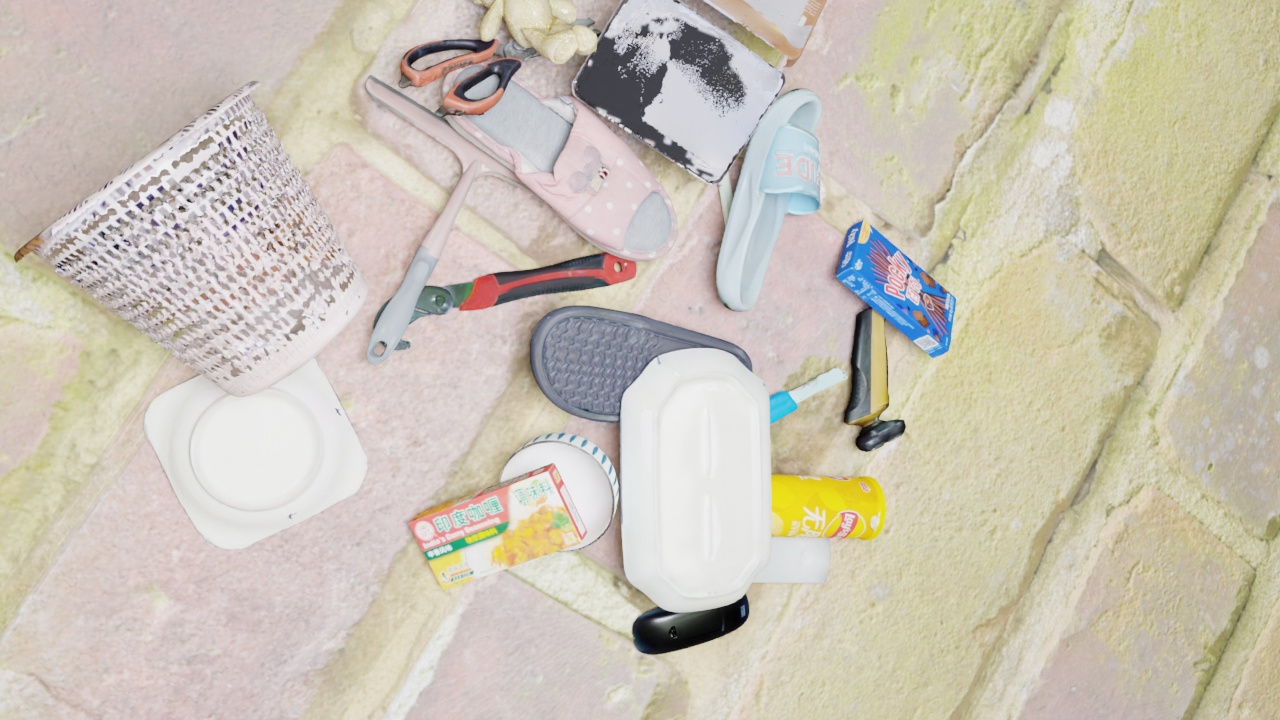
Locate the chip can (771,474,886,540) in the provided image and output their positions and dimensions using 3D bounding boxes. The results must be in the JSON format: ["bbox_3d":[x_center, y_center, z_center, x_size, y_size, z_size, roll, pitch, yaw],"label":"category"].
[{"bbox_3d":[0.155,0.157,0.991,0.213,0.072,0.072,5,90,-17],"label":"chip can"}]

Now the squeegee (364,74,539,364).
[{"bbox_3d":[-0.196,-0.108,0.867,0.247,0.040,0.249,28,77,-17],"label":"squeegee"}]

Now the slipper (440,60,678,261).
[{"bbox_3d":[-0.071,-0.199,0.897,0.274,0.055,0.114,37,65,-11],"label":"slipper"}]

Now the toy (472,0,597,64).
[{"bbox_3d":[-0.100,-0.325,0.859,0.105,0.066,0.157,-30,57,-21],"label":"toy"}]

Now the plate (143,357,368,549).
[{"bbox_3d":[-0.350,0.079,0.839,0.164,0.034,0.163,-27,100,-15],"label":"plate"}]

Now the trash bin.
[{"bbox_3d":[-0.342,-0.085,0.756,0.227,0.228,0.192,-43,116,-13],"label":"trash bin"}]

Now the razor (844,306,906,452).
[{"bbox_3d":[0.264,0.019,1.033,0.068,0.062,0.167,0,86,13],"label":"razor"}]

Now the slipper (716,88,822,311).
[{"bbox_3d":[0.144,-0.165,0.954,0.074,0.104,0.245,18,89,25],"label":"slipper"}]

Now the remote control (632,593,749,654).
[{"bbox_3d":[0.058,0.281,0.986,0.136,0.024,0.053,-12,97,-18],"label":"remote control"}]

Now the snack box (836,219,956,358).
[{"bbox_3d":[0.290,-0.080,1.031,0.157,0.026,0.084,36,50,-16],"label":"snack box"}]

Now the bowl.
[{"bbox_3d":[-0.075,0.122,0.904,0.116,0.066,0.116,3,107,10],"label":"bowl"}]

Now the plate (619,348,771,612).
[{"bbox_3d":[0.062,0.121,0.901,0.162,0.034,0.266,-1,94,-18],"label":"plate"}]

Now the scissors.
[{"bbox_3d":[-0.121,-0.286,0.882,0.205,0.015,0.196,8,57,-11],"label":"scissors"}]

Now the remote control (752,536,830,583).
[{"bbox_3d":[0.148,0.218,1.016,0.135,0.019,0.056,4,90,-19],"label":"remote control"}]

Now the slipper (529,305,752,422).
[{"bbox_3d":[-0.006,0.005,0.935,0.267,0.083,0.111,10,99,-36],"label":"slipper"}]

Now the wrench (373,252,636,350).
[{"bbox_3d":[-0.131,-0.069,0.915,0.273,0.016,0.056,-17,94,-17],"label":"wrench"}]

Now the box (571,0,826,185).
[{"bbox_3d":[0.066,-0.323,0.908,0.179,0.125,0.273,32,82,-8],"label":"box"}]

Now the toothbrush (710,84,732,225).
[{"bbox_3d":[0.084,-0.213,0.982,0.029,0.020,0.189,-20,101,-50],"label":"toothbrush"}]

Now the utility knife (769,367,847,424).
[{"bbox_3d":[0.138,0.057,1.007,0.216,0.018,0.034,-25,98,-15],"label":"utility knife"}]

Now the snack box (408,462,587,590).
[{"bbox_3d":[-0.136,0.160,0.876,0.156,0.027,0.077,-22,100,16],"label":"snack box"}]
